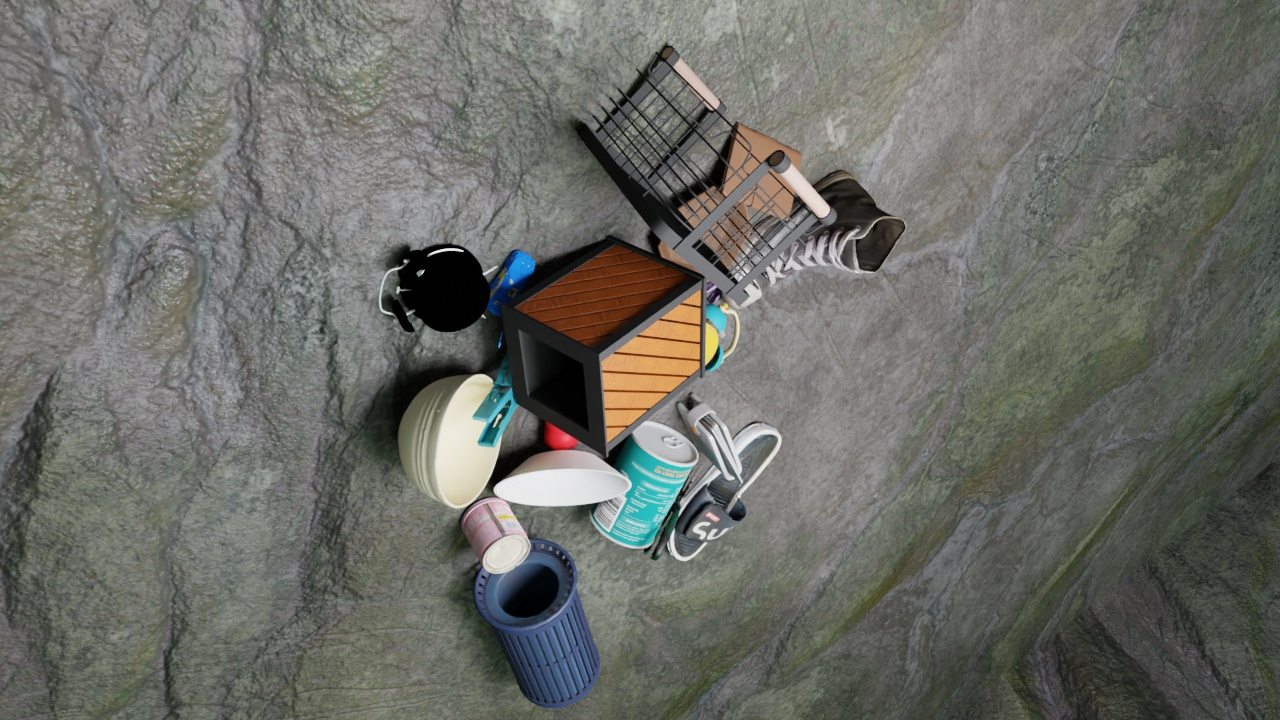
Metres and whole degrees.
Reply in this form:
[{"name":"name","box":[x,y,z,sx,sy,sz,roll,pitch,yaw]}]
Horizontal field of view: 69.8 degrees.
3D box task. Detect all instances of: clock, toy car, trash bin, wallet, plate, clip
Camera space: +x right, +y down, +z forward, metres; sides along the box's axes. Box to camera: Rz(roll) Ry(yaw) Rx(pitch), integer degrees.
[{"name":"clock","box":[-0.212,-0.072,0.952,0.120,0.042,0.091,-2,124,-35]},{"name":"toy car","box":[-0.139,-0.066,0.995,0.033,0.062,0.092,26,105,-45]},{"name":"trash bin","box":[-0.035,-0.021,1.013,0.171,0.140,0.140,-37,140,-35]},{"name":"wallet","box":[0.104,0.114,1.276,0.037,0.115,0.118,-34,136,-9]},{"name":"plate","box":[0.074,-0.153,1.108,0.131,0.025,0.131,-19,132,-23]},{"name":"wallet","box":[0.145,-0.223,1.097,0.120,0.013,0.087,12,91,-41]},{"name":"clip","box":[0.102,-0.098,1.183,0.050,0.013,0.029,-44,138,-3]},{"name":"clock","box":[0.069,-0.024,1.176,0.129,0.043,0.099,-16,132,-18]},{"name":"trash bin","box":[-0.137,0.381,1.297,0.139,0.139,0.250,-27,136,-17]},{"name":"clip","box":[-0.154,0.025,1.037,0.130,0.030,0.120,-51,150,-61]},{"name":"plate","box":[-0.099,0.147,1.175,0.174,0.036,0.174,-3,157,-1]}]

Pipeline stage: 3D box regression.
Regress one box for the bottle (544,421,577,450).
[{"name":"bottle","box":[-0.099,0.055,1.134,0.041,0.042,0.142,-18,132,-24]}]

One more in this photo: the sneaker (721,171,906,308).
[{"name":"sneaker","box":[0.215,-0.132,1.161,0.234,0.120,0.095,-34,136,-6]}]

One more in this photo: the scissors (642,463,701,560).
[{"name":"scissors","box":[0.035,0.238,1.314,0.202,0.015,0.205,-63,178,29]}]

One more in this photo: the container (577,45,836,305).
[{"name":"container","box":[0.064,-0.190,0.927,0.130,0.241,0.162,-44,138,13]}]

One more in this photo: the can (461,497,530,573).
[{"name":"can","box":[-0.187,0.224,1.179,0.067,0.076,0.067,-20,133,-23]}]

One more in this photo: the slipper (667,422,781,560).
[{"name":"slipper","box":[0.133,0.214,1.418,0.111,0.063,0.264,25,103,-45]}]

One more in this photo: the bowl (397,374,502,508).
[{"name":"bowl","box":[-0.221,0.084,1.024,0.150,0.075,0.150,9,89,-74]}]

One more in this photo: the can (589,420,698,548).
[{"name":"can","box":[0.004,0.170,1.258,0.099,0.099,0.144,8,118,-40]}]
